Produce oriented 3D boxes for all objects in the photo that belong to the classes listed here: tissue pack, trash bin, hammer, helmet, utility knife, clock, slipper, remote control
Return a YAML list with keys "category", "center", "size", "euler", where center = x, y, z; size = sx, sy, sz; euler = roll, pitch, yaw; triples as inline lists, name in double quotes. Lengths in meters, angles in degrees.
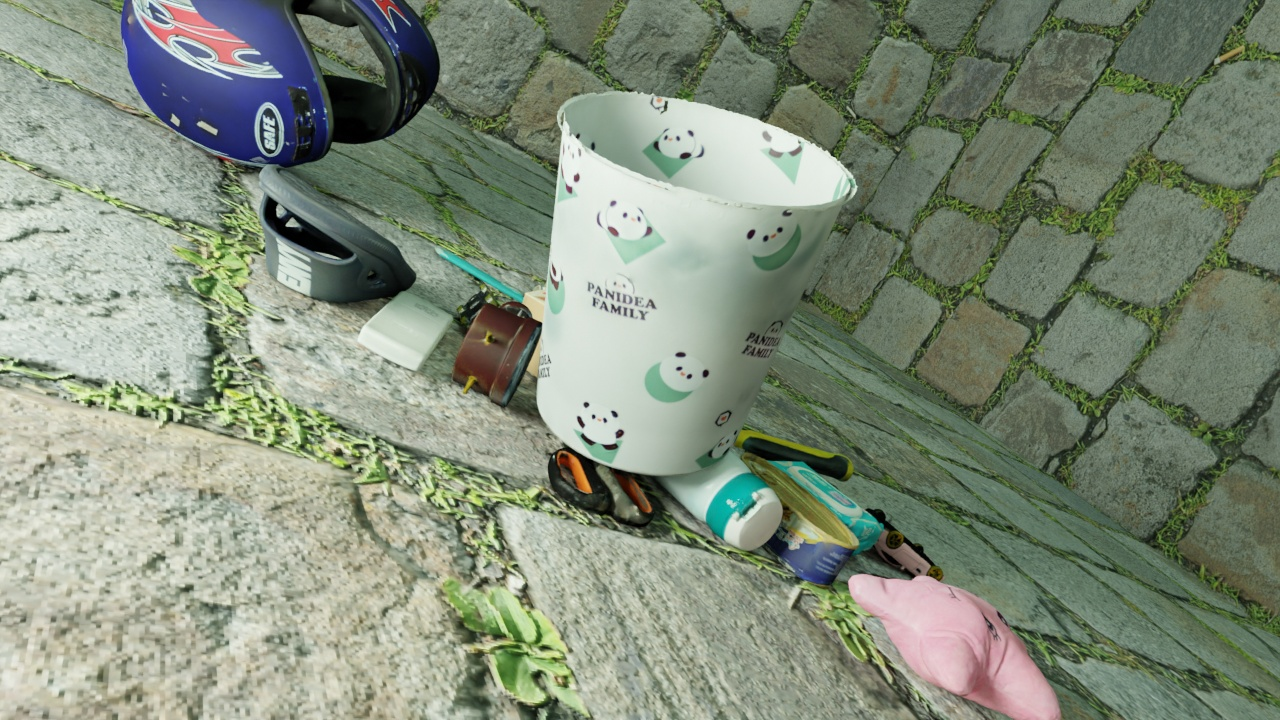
- category: "tissue pack"
  center: [0.175, 0.149, 0.943]
  size: [0.133, 0.050, 0.093]
  euler: [38, 15, 32]
- category: "trash bin"
  center: [0.023, -0.060, 0.751]
  size: [0.229, 0.252, 0.229]
  euler: [11, 31, -7]
- category: "hammer"
  center: [0.108, 0.088, 1.017]
  size: [0.323, 0.032, 0.126]
  euler: [18, 18, -27]
- category: "helmet"
  center: [-0.415, -0.332, 1.028]
  size: [0.315, 0.248, 0.239]
  euler: [25, 52, 2]
- category: "utility knife"
  center: [-0.170, -0.092, 1.179]
  size: [0.223, 0.013, 0.029]
  euler: [31, 13, 1]
- category: "clock"
  center: [-0.123, -0.009, 0.808]
  size: [0.055, 0.082, 0.121]
  euler: [23, 15, -3]
- category: "slipper"
  center: [-0.270, -0.087, 0.814]
  size: [0.110, 0.083, 0.268]
  euler: [33, -6, 2]
- category: "remote control"
  center: [-0.208, -0.028, 0.823]
  size: [0.058, 0.021, 0.150]
  euler: [28, 13, -9]

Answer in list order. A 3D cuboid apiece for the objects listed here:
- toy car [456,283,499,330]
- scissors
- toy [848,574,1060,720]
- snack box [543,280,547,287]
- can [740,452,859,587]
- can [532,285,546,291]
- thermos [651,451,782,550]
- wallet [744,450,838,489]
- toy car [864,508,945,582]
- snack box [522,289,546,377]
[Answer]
- category: "toy car"
  center: [-0.165, -0.050, 0.961]
  size: [0.035, 0.042, 0.090]
  euler: [46, 1, -20]
- category: "scissors"
  center: [-0.064, 0.065, 0.789]
  size: [0.142, 0.022, 0.235]
  euler: [16, 19, -47]
- category: "toy"
  center: [0.274, 0.238, 0.760]
  size: [0.194, 0.075, 0.178]
  euler: [18, 17, -47]
- category: "snack box"
  center: [-0.027, -0.064, 1.174]
  size: [0.178, 0.045, 0.183]
  euler: [28, -12, -13]
- category: "can"
  center: [0.136, 0.147, 0.861]
  size: [0.074, 0.049, 0.148]
  euler: [18, 17, -44]
- category: "can"
  center: [-0.074, -0.041, 1.106]
  size: [0.132, 0.053, 0.053]
  euler: [26, 13, -20]
- category: "thermos"
  center: [0.035, 0.086, 0.839]
  size: [0.224, 0.073, 0.073]
  euler: [40, 16, 35]
- category: "wallet"
  center: [0.180, 0.132, 1.095]
  size: [0.122, 0.020, 0.096]
  euler: [31, 8, 6]
- category: "toy car"
  center: [0.284, 0.207, 1.004]
  size: [0.122, 0.037, 0.056]
  euler: [39, 12, -21]
- category: "snack box"
  center: [-0.063, -0.022, 0.937]
  size: [0.093, 0.077, 0.094]
  euler: [32, 28, 28]
